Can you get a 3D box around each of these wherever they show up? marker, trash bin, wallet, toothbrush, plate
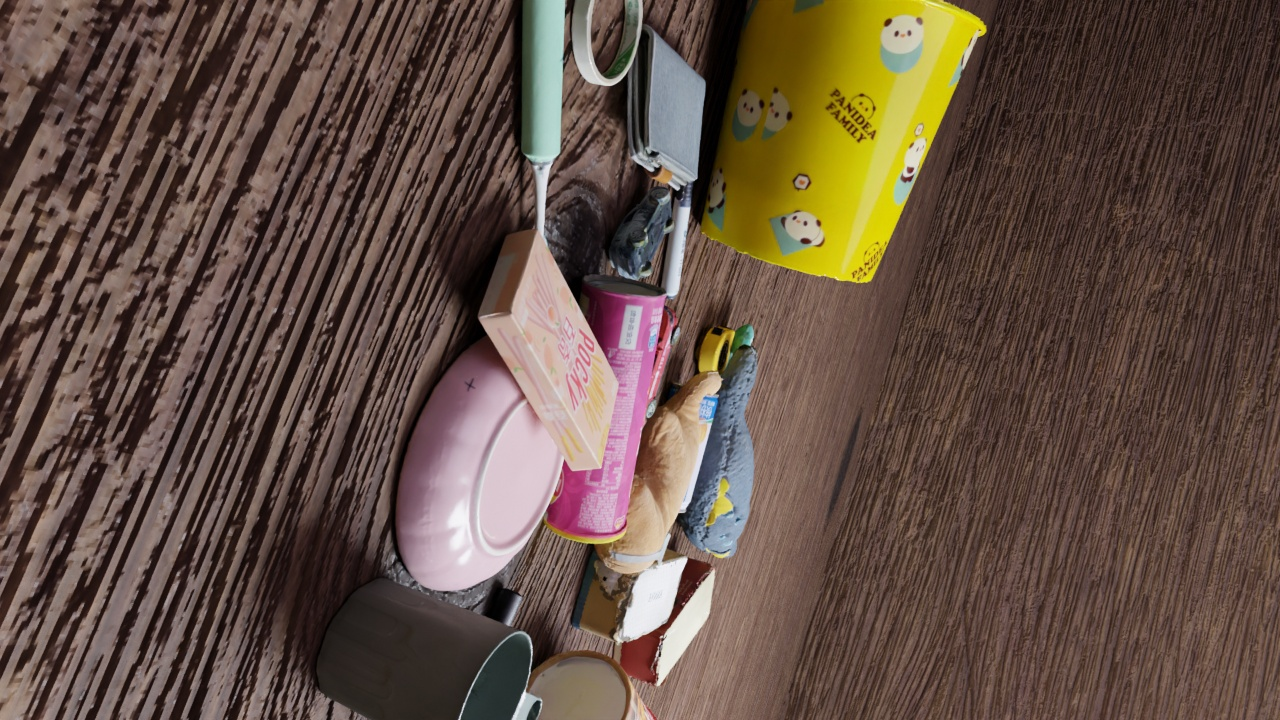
[{"bbox_3d":[-0.129,0.244,0.725,0.022,0.020,0.131,36,70,-37],"label":"marker"},{"bbox_3d":[0.180,-0.226,0.904,0.229,0.230,0.256,-22,131,-64],"label":"trash bin"},{"bbox_3d":[0.018,-0.200,0.751,0.129,0.037,0.106,1,93,-69],"label":"wallet"},{"bbox_3d":[0.035,-0.122,0.874,0.022,0.018,0.131,-19,122,-55],"label":"marker"},{"bbox_3d":[-0.063,-0.163,0.586,0.027,0.026,0.225,-82,176,-63],"label":"toothbrush"},{"bbox_3d":[-0.098,0.075,0.651,0.191,0.039,0.193,-50,148,-48],"label":"plate"}]

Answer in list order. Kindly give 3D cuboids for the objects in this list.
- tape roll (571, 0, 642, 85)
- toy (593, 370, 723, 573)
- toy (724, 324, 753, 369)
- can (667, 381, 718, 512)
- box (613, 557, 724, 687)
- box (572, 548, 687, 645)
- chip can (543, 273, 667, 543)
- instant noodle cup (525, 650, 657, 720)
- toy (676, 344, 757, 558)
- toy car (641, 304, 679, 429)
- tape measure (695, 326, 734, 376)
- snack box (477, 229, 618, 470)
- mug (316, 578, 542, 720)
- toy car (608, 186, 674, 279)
[{"bbox_3d":[-0.023,-0.240,0.650,0.085,0.014,0.086,-49,147,-48],"label":"tape roll"},{"bbox_3d":[0.018,0.104,0.907,0.144,0.082,0.225,104,12,-51],"label":"toy"},{"bbox_3d":[0.114,-0.009,1.128,0.096,0.030,0.092,-61,177,-48],"label":"toy"},{"bbox_3d":[0.043,0.094,0.998,0.053,0.053,0.134,9,96,-69],"label":"can"},{"bbox_3d":[0.038,0.315,1.113,0.167,0.077,0.091,-35,136,-58],"label":"box"},{"bbox_3d":[-0.006,0.243,0.981,0.184,0.059,0.089,25,82,-71],"label":"box"},{"bbox_3d":[-0.030,0.039,0.753,0.071,0.071,0.211,-21,124,-64],"label":"chip can"},{"bbox_3d":[-0.053,0.343,0.844,0.137,0.138,0.109,-55,143,-40],"label":"instant noodle cup"},{"bbox_3d":[0.097,0.145,1.115,0.137,0.091,0.357,-49,149,-47],"label":"toy"},{"bbox_3d":[-0.005,0.005,0.815,0.045,0.053,0.120,21,87,-67],"label":"toy car"},{"bbox_3d":[0.084,-0.011,1.060,0.057,0.029,0.060,-12,116,-68],"label":"tape measure"},{"bbox_3d":[-0.058,-0.004,0.631,0.084,0.026,0.157,-80,153,-43],"label":"snack box"},{"bbox_3d":[-0.127,0.197,0.577,0.124,0.103,0.083,67,44,-60],"label":"mug"},{"bbox_3d":[0.003,-0.110,0.779,0.043,0.034,0.090,73,36,-51],"label":"toy car"}]
